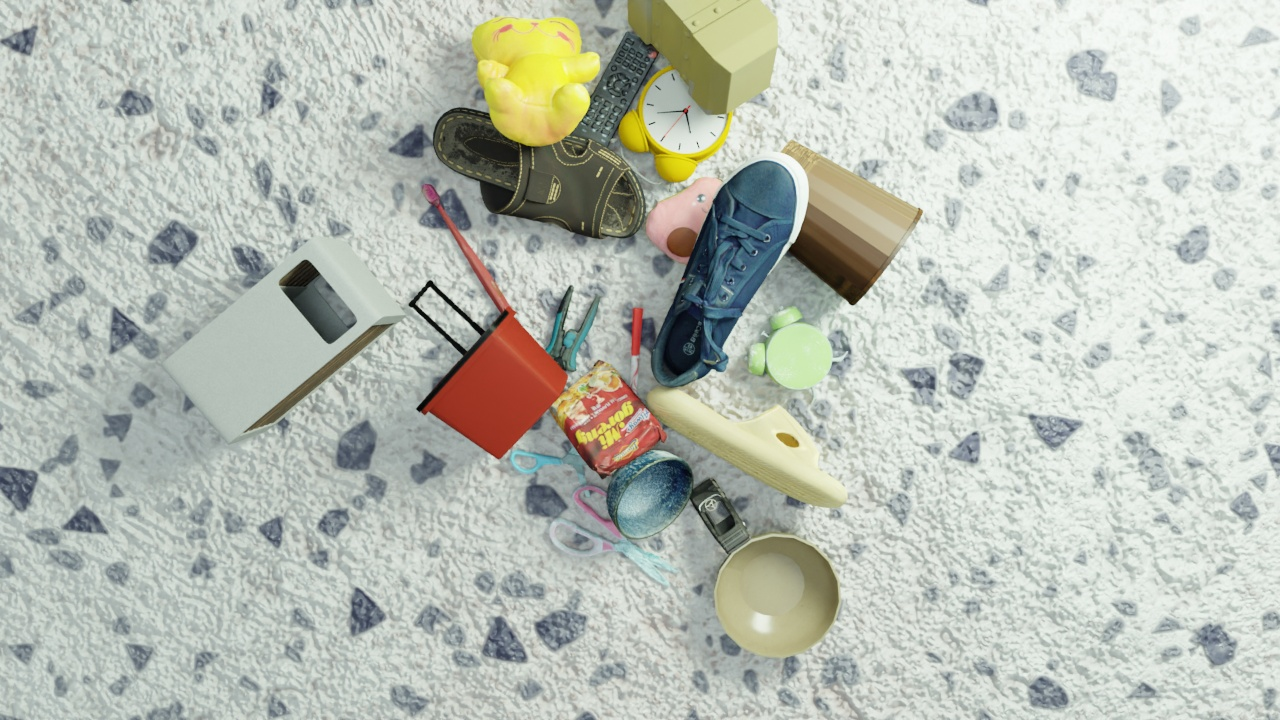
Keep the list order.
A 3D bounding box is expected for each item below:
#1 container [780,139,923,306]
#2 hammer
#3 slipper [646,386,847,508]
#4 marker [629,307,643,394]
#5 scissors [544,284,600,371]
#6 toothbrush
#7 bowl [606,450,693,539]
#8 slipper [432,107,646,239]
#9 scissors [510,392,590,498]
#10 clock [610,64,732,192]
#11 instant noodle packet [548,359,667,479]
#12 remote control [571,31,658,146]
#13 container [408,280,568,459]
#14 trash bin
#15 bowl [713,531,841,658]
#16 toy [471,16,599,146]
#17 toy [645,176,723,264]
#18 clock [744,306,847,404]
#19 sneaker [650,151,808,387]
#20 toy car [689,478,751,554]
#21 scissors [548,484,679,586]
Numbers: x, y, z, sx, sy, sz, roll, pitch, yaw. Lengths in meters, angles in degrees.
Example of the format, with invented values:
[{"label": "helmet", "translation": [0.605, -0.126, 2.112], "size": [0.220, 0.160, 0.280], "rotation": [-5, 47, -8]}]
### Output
[{"label": "container", "translation": [0.213, -0.165, 1.053], "size": [0.167, 0.132, 0.132], "rotation": [35, 94, 4]}, {"label": "hammer", "translation": [0.163, -0.440, 1.035], "size": [0.324, 0.101, 0.190], "rotation": [-34, 74, -10]}, {"label": "slipper", "translation": [0.132, 0.087, 1.088], "size": [0.261, 0.111, 0.079], "rotation": [28, 72, 2]}, {"label": "marker", "translation": [-0.007, 0.007, 1.119], "size": [0.013, 0.013, 0.142], "rotation": [3, 95, 0]}, {"label": "scissors", "translation": [-0.087, -0.020, 1.115], "size": [0.142, 0.019, 0.127], "rotation": [-26, 95, 4]}, {"label": "toothbrush", "translation": [-0.209, -0.132, 1.108], "size": [0.016, 0.016, 0.190], "rotation": [-32, 93, 2]}, {"label": "bowl", "translation": [0.002, 0.151, 1.099], "size": [0.114, 0.061, 0.114], "rotation": [-20, 128, -28]}, {"label": "slipper", "translation": [-0.120, -0.215, 1.064], "size": [0.268, 0.075, 0.113], "rotation": [23, 114, 0]}, {"label": "scissors", "translation": [-0.101, 0.111, 1.128], "size": [0.133, 0.015, 0.135], "rotation": [-17, 91, 1]}, {"label": "clock", "translation": [0.043, -0.279, 1.078], "size": [0.113, 0.052, 0.152], "rotation": [40, 90, -2]}, {"label": "instant noodle packet", "translation": [-0.042, 0.068, 1.079], "size": [0.098, 0.040, 0.135], "rotation": [-33, 54, -11]}, {"label": "remote control", "translation": [-0.032, -0.313, 1.092], "size": [0.047, 0.022, 0.150], "rotation": [30, 92, -1]}, {"label": "container", "translation": [-0.197, -0.001, 1.064], "size": [0.201, 0.127, 0.148], "rotation": [42, 103, -8]}, {"label": "trash bin", "translation": [-0.409, -0.025, 1.068], "size": [0.229, 0.114, 0.114], "rotation": [-39, 93, 3]}, {"label": "bowl", "translation": [0.164, 0.280, 1.119], "size": [0.152, 0.050, 0.152], "rotation": [0, 94, 0]}, {"label": "toy", "translation": [-0.116, -0.317, 1.028], "size": [0.134, 0.193, 0.088], "rotation": [-7, 137, -9]}, {"label": "toy", "translation": [0.063, -0.170, 1.085], "size": [0.090, 0.051, 0.110], "rotation": [38, 93, -6]}, {"label": "clock", "translation": [0.182, -0.010, 1.102], "size": [0.119, 0.042, 0.094], "rotation": [32, 93, -2]}, {"label": "sneaker", "translation": [0.088, -0.087, 1.006], "size": [0.121, 0.127, 0.295], "rotation": [32, 116, 13]}, {"label": "toy car", "translation": [0.094, 0.186, 1.105], "size": [0.040, 0.037, 0.092], "rotation": [-35, 58, 3]}, {"label": "scissors", "translation": [-0.034, 0.238, 1.139], "size": [0.179, 0.016, 0.103], "rotation": [43, 98, -7]}]
